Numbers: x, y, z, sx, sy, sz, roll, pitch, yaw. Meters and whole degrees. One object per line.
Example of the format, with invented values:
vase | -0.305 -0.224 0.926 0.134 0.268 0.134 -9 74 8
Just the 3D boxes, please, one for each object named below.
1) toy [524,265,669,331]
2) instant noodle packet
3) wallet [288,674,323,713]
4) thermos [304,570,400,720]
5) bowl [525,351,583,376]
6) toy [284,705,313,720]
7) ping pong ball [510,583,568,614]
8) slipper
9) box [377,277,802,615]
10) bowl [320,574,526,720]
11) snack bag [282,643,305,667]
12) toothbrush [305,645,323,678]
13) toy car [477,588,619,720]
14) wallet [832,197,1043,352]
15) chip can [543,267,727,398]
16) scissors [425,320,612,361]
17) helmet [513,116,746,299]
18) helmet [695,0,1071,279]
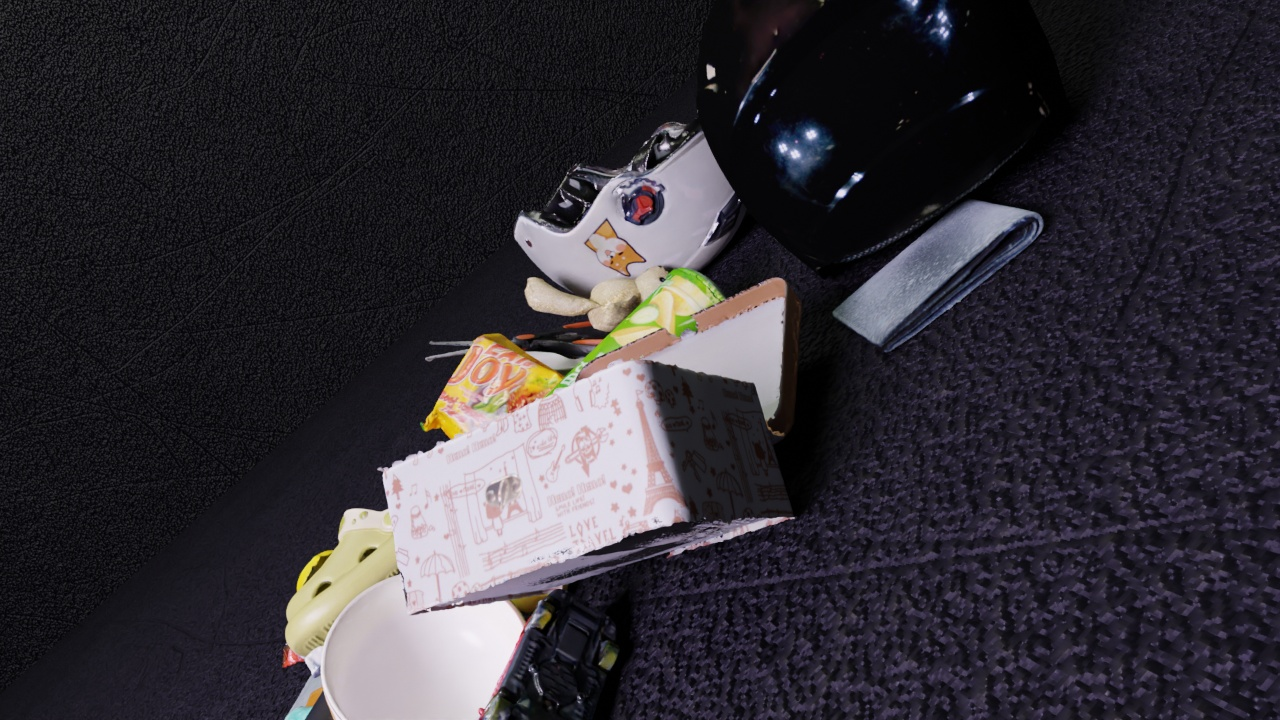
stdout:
toy | -0.035 -0.061 0.891 0.157 0.066 0.105 2 0 0
instant noodle packet | -0.114 0.040 0.796 0.110 0.128 0.044 -58 -20 -11
wallet | -0.217 0.245 0.663 0.130 0.037 0.106 -33 17 26
thermos | -0.146 0.200 0.590 0.090 0.068 0.241 1 34 17
bowl | -0.105 0.030 0.891 0.118 0.065 0.118 1 8 0
toy | -0.214 0.256 0.588 0.096 0.030 0.092 -46 45 -11
ping pong ball | -0.066 0.140 0.582 0.040 0.040 0.040 -37 16 13
slipper | -0.214 0.161 0.760 0.190 0.081 0.092 -40 -30 -20
box | -0.005 0.050 0.527 0.180 0.130 0.271 -24 8 29
bowl | -0.119 0.182 0.518 0.113 0.113 0.062 -63 -13 -52
snack bag | -0.283 0.247 0.827 0.105 0.026 0.045 -30 16 28
toothbrush | -0.185 0.184 0.727 0.180 0.018 0.016 -36 0 -35
toy car | -0.047 0.166 0.453 0.045 0.053 0.120 -57 2 25
wallet | 0.182 -0.056 0.579 0.121 0.019 0.097 -40 14 6
chip can | -0.017 0.017 0.738 0.221 0.072 0.073 -44 16 -13
scissors | -0.090 -0.016 0.906 0.221 0.022 0.224 5 14 29
helmet | 0.011 -0.150 0.970 0.275 0.157 0.229 -23 19 21
helmet | 0.151 -0.204 0.647 0.234 0.230 0.274 -35 40 16
